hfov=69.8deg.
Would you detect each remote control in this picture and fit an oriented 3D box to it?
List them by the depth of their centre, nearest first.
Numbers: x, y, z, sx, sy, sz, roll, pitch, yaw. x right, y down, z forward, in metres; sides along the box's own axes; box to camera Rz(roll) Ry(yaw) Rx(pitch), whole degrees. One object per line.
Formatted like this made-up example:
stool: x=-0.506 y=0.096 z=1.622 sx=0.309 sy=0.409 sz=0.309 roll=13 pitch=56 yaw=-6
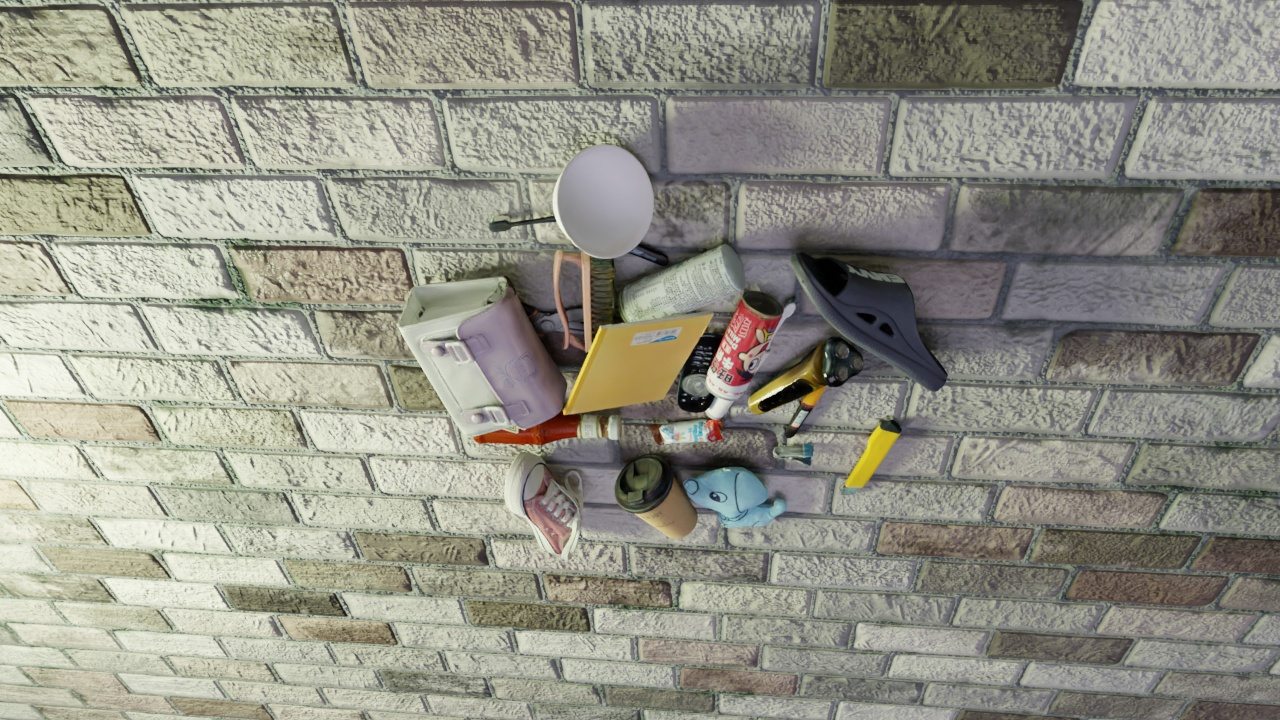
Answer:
remote control: x=0.080 y=0.013 z=1.187 sx=0.053 sy=0.024 sz=0.137 roll=7 pitch=131 yaw=-6

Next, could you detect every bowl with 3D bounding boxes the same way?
bowl: x=-0.051 y=-0.170 z=0.989 sx=0.118 sy=0.118 sz=0.065 roll=41 pitch=165 yaw=-29

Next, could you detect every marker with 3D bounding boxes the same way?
marker: x=-0.022 y=-0.134 z=1.056 sx=0.124 sy=0.015 sz=0.018 roll=20 pitch=138 yaw=-22
marker: x=0.219 y=0.065 z=1.230 sx=0.018 sy=0.015 sz=0.124 roll=15 pitch=137 yaw=-5

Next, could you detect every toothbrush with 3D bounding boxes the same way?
toothbrush: x=-0.085 y=-0.165 z=1.044 sx=0.181 sy=0.018 sz=0.016 roll=-5 pitch=135 yaw=9
toothbrush: x=0.141 y=0.000 z=1.167 sx=0.027 sy=0.026 sz=0.222 roll=25 pitch=133 yaw=-6

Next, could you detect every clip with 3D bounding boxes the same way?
clip: x=0.213 y=0.131 z=1.287 sx=0.058 sy=0.027 sz=0.044 roll=3 pitch=142 yaw=5

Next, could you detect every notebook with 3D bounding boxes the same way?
notebook: x=-0.007 y=0.007 z=1.132 sx=0.145 sy=0.010 sz=0.207 roll=-8 pitch=152 yaw=-22

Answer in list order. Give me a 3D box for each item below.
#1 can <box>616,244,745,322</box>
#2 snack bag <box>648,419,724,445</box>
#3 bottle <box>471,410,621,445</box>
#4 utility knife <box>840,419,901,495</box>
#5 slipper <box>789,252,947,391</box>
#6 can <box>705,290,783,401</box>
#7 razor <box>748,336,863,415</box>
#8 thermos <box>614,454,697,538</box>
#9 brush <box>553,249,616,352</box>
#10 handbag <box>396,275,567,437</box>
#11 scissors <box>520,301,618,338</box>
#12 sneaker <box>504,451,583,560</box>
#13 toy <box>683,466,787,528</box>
can: x=0.047 y=-0.084 z=1.074 sx=0.147 sy=0.058 sz=0.058 roll=-21 pitch=128 yaw=25
snack bag: x=0.067 y=0.099 z=1.273 sx=0.105 sy=0.026 sz=0.045 roll=-5 pitch=137 yaw=15
bottle: x=-0.129 y=0.089 z=1.269 sx=0.206 sy=0.059 sz=0.060 roll=2 pitch=134 yaw=5
utility knife: x=0.320 y=0.139 z=1.287 sx=0.033 sy=0.015 sz=0.178 roll=17 pitch=136 yaw=-1
slipper: x=0.277 y=-0.060 z=1.048 sx=0.268 sy=0.110 sz=0.083 roll=32 pitch=114 yaw=-29
can: x=0.124 y=-0.016 z=1.117 sx=0.053 sy=0.053 sz=0.133 roll=16 pitch=123 yaw=-8
razor: x=0.203 y=0.027 z=1.163 sx=0.062 sy=0.067 sz=0.168 roll=35 pitch=135 yaw=-23
thermos: x=0.027 y=0.204 z=1.342 sx=0.093 sy=0.092 sz=0.143 roll=-17 pitch=137 yaw=22
brush: x=-0.066 y=-0.070 z=1.090 sx=0.073 sy=0.063 sz=0.146 roll=-3 pitch=130 yaw=-5
handbag: x=-0.192 y=-0.003 z=1.142 sx=0.145 sy=0.098 sz=0.197 roll=-13 pitch=132 yaw=11
scissors: x=-0.139 y=-0.046 z=1.167 sx=0.225 sy=0.015 sz=0.189 roll=-34 pitch=122 yaw=32
sneaker: x=-0.127 y=0.221 z=1.364 sx=0.088 sy=0.118 sz=0.241 roll=9 pitch=144 yaw=23
toy: x=0.140 y=0.201 z=1.348 sx=0.161 sy=0.049 sz=0.157 roll=2 pitch=136 yaw=-3
